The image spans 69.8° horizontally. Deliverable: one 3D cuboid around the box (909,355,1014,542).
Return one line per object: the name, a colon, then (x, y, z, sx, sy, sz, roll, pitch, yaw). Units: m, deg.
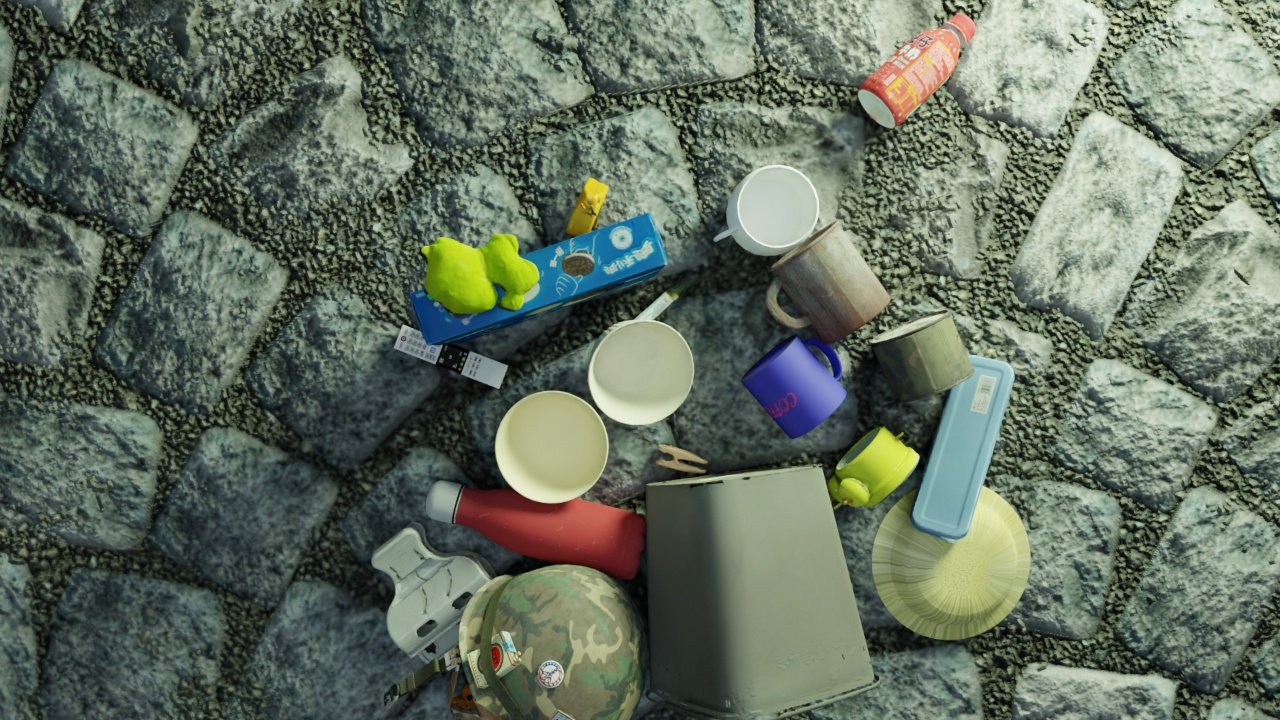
box: (0.358, 0.098, 1.025, 0.067, 0.052, 0.209, 16, 78, 26)

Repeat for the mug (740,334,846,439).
mug: (0.177, 0.019, 1.009, 0.083, 0.079, 0.111, 49, 61, -3)

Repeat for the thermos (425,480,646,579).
thermos: (-0.114, 0.177, 0.997, 0.240, 0.073, 0.073, 14, 91, -2)

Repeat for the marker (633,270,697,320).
marker: (0.004, -0.046, 1.023, 0.146, 0.017, 0.017, -42, 93, -1)

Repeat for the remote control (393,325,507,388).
remote control: (-0.210, -0.004, 1.018, 0.124, 0.012, 0.028, 21, 91, -3)

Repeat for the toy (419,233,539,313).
toy: (-0.144, -0.076, 0.812, 0.093, 0.036, 0.094, -39, 97, -7)

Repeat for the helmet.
helmet: (-0.107, 0.323, 0.932, 0.237, 0.192, 0.223, -17, 51, 25)

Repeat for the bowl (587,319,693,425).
bowl: (-0.006, 0.006, 0.992, 0.115, 0.062, 0.115, -4, 107, -13)

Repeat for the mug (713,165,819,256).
mug: (0.133, -0.157, 1.000, 0.115, 0.068, 0.094, -26, 93, -2)

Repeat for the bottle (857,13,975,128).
bottle: (0.308, -0.323, 1.007, 0.137, 0.062, 0.062, -43, 93, -2)

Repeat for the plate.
plate: (0.358, 0.230, 1.037, 0.184, 0.036, 0.184, 0, 92, -2)

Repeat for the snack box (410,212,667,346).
snack box: (-0.098, -0.076, 0.929, 0.239, 0.195, 0.056, -19, 92, -2)

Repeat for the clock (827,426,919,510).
clock: (0.249, 0.126, 1.007, 0.057, 0.083, 0.119, 45, 86, 2)

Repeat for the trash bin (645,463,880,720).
trash bin: (0.107, 0.227, 0.941, 0.197, 0.198, 0.220, -4, 84, -29)

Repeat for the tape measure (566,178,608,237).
tape measure: (-0.058, -0.160, 0.994, 0.030, 0.068, 0.059, 21, 116, -4)

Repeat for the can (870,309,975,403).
can: (0.308, -0.004, 1.001, 0.090, 0.090, 0.074, -24, 92, -2)

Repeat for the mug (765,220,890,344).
mug: (0.193, -0.074, 0.990, 0.122, 0.096, 0.110, -38, 89, -15)

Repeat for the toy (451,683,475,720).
toy: (-0.161, 0.401, 1.022, 0.102, 0.071, 0.090, -1, 78, -25)

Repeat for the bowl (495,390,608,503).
bowl: (-0.094, 0.090, 0.994, 0.118, 0.074, 0.118, 0, 92, -3)

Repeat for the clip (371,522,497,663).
clip: (-0.228, 0.248, 0.997, 0.125, 0.089, 0.150, -37, 103, -4)

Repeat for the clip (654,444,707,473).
clip: (0.046, 0.108, 1.028, 0.061, 0.026, 0.049, -19, 88, 5)
